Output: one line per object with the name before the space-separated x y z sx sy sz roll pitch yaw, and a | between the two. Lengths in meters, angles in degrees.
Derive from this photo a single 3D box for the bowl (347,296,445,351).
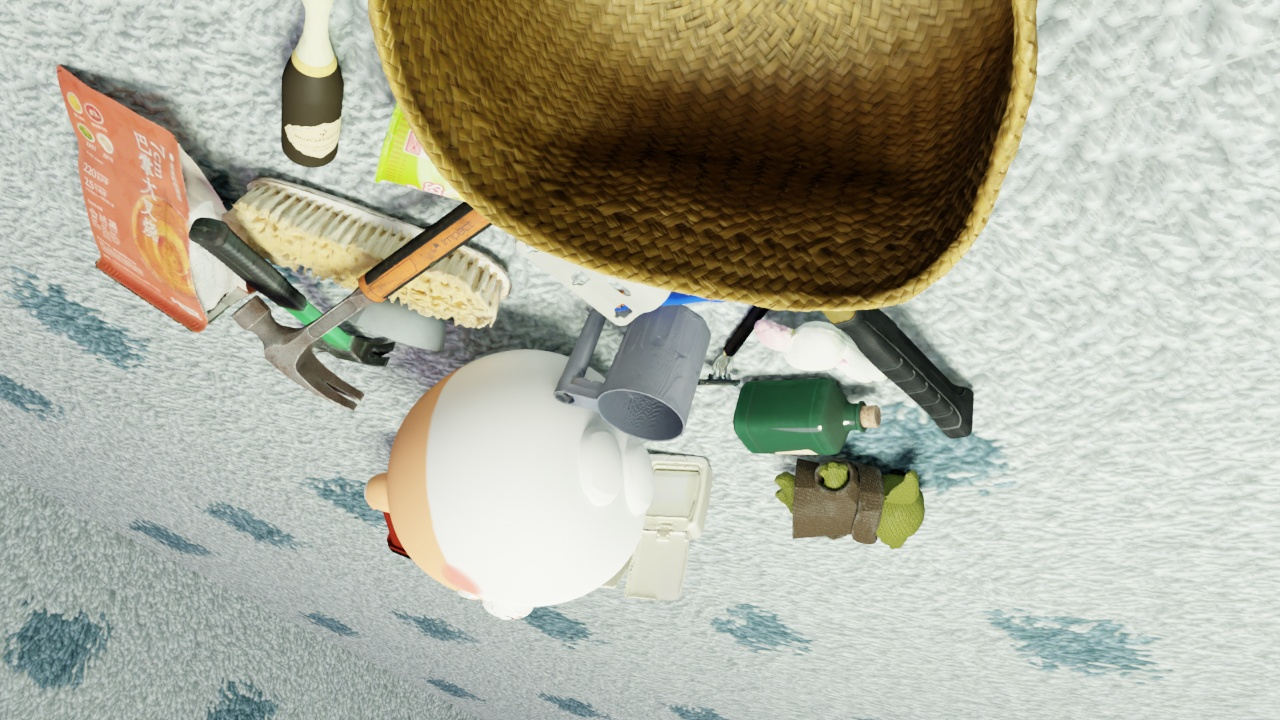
bowl | -0.244 -0.047 0.934 0.106 0.039 0.106 22 -175 -2

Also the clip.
clip | -0.012 -0.110 0.739 0.126 0.095 0.153 34 126 -24

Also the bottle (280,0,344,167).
bottle | -0.247 -0.219 0.694 0.045 0.045 0.185 25 148 -8

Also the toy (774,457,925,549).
toy | 0.219 0.147 0.965 0.153 0.078 0.179 4 147 12

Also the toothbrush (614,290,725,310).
toothbrush | 0.043 -0.058 0.807 0.183 0.016 0.018 -3 137 33

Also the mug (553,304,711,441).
mug | -0.005 0.005 0.846 0.124 0.103 0.084 13 148 12

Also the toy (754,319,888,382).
toy | 0.156 -0.010 0.790 0.122 0.038 0.079 20 170 -2

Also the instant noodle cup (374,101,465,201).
instant noodle cup | -0.130 -0.159 0.684 0.108 0.098 0.099 20 149 -15

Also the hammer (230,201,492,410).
hammer | -0.213 -0.064 0.812 0.315 0.034 0.138 -29 113 25

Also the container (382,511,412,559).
container | -0.273 0.214 1.278 0.127 0.147 0.201 9 138 16

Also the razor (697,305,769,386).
razor | 0.091 -0.019 0.838 0.042 0.022 0.145 1 147 -17

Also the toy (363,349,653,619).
toy | -0.130 0.127 0.938 0.281 0.265 0.262 -12 159 26

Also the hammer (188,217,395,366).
hammer | -0.354 -0.060 0.937 0.130 0.032 0.319 16 163 13

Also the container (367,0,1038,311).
container | 0.040 -0.187 0.443 0.307 0.196 0.308 15 150 9

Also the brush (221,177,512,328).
brush | -0.256 -0.102 0.868 0.271 0.056 0.083 20 148 0

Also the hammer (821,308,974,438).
hammer | 0.172 -0.028 0.708 0.025 0.117 0.333 -15 140 42

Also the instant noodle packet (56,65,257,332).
instant noodle packet | -0.475 -0.155 0.879 0.164 0.083 0.221 30 143 17

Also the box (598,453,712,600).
box | -0.001 0.184 1.041 0.144 0.183 0.050 -1 142 18

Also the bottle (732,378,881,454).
bottle | 0.160 0.054 0.869 0.131 0.061 0.061 -3 144 33
